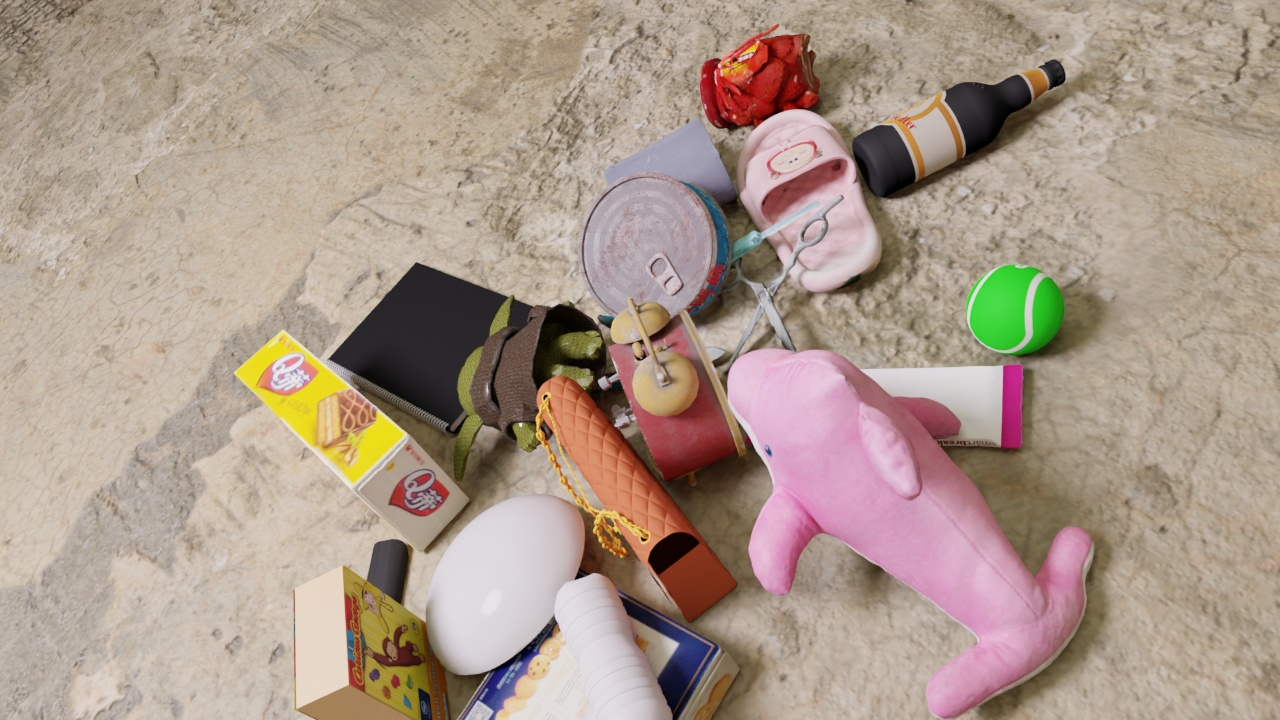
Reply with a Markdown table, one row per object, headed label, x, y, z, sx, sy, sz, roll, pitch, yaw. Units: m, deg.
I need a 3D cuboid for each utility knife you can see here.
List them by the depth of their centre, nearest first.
| label | x | y | z | sx | sy | sz | roll | pitch | yaw |
| --- | --- | --- | --- | --- | --- | --- | --- | --- | --- |
| utility knife | 0.085 | -0.098 | 0.792 | 0.166 | 0.015 | 0.022 | -30 | 36 | 35 |

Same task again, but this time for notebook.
| label | x | y | z | sx | sy | sz | roll | pitch | yaw |
| --- | --- | --- | --- | --- | --- | --- | --- | --- | --- |
| notebook | -0.207 | -0.018 | 0.916 | 0.207 | 0.016 | 0.148 | 21 | 65 | 37 |

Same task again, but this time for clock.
| label | x | y | z | sx | sy | sz | roll | pitch | yaw |
| --- | --- | --- | --- | --- | --- | --- | --- | --- | --- |
| clock | 0.014 | 0.021 | 0.676 | 0.081 | 0.159 | 0.117 | -23 | 47 | 1 |

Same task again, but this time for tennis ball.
| label | x | y | z | sx | sy | sz | roll | pitch | yaw |
| --- | --- | --- | --- | --- | --- | --- | --- | --- | --- |
| tennis ball | 0.268 | -0.036 | 0.658 | 0.065 | 0.065 | 0.065 | -14 | 50 | 16 |

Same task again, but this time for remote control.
| label | x | y | z | sx | sy | sz | roll | pitch | yaw |
| --- | --- | --- | --- | --- | --- | --- | --- | --- | --- |
| remote control | -0.213 | 0.213 | 0.735 | 0.033 | 0.015 | 0.146 | -13 | 50 | 17 |

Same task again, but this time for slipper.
| label | x | y | z | sx | sy | sz | roll | pitch | yaw |
| --- | --- | --- | --- | --- | --- | --- | --- | --- | --- |
| slipper | 0.145 | -0.147 | 0.814 | 0.107 | 0.056 | 0.221 | -22 | 50 | 11 |

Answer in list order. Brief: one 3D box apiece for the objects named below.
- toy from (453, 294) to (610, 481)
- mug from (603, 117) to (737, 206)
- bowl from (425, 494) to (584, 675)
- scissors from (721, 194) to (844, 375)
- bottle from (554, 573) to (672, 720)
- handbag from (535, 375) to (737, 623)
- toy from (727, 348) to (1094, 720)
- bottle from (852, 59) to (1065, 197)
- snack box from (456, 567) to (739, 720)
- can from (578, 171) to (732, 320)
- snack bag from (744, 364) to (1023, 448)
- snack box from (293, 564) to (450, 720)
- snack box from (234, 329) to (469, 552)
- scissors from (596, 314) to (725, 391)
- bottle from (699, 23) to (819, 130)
| label | x | y | z | sx | sy | sz | roll | pitch | yaw |
| --- | --- | --- | --- | --- | --- | --- | --- | --- | --- |
| toy | -0.092 | 0.013 | 0.774 | 0.153 | 0.078 | 0.179 | -16 | 52 | 44 |
| mug | 0.027 | -0.177 | 0.889 | 0.104 | 0.084 | 0.123 | -27 | 23 | 8 |
| bowl | -0.111 | 0.153 | 0.678 | 0.150 | 0.043 | 0.149 | -32 | 30 | 21 |
| scissors | 0.110 | -0.065 | 0.757 | 0.175 | 0.014 | 0.141 | -58 | 34 | 8 |
| bottle | -0.015 | 0.196 | 0.569 | 0.044 | 0.044 | 0.136 | -32 | 46 | 0 |
| handbag | -0.015 | 0.097 | 0.663 | 0.060 | 0.109 | 0.172 | -37 | 47 | -5 |
| toy | 0.154 | 0.076 | 0.559 | 0.186 | 0.128 | 0.265 | -38 | 69 | -19 |
| bottle | 0.278 | -0.208 | 0.793 | 0.182 | 0.059 | 0.059 | -27 | 47 | 5 |
| snack box | -0.032 | 0.228 | 0.614 | 0.145 | 0.042 | 0.144 | 20 | 65 | 36 |
| can | 0.012 | -0.096 | 0.799 | 0.130 | 0.044 | 0.130 | 2 | 94 | 29 |
| snack bag | 0.177 | 0.034 | 0.682 | 0.197 | 0.016 | 0.070 | -2 | 56 | 25 |
| snack box | -0.186 | 0.215 | 0.644 | 0.040 | 0.126 | 0.088 | -26 | 47 | 5 |
| snack box | -0.257 | 0.067 | 0.808 | 0.230 | 0.110 | 0.061 | 29 | 68 | 39 |
| scissors | -0.005 | 0.003 | 0.796 | 0.124 | 0.019 | 0.155 | -40 | 46 | -6 |
| bottle | 0.118 | -0.275 | 0.903 | 0.111 | 0.099 | 0.098 | -3 | 53 | 30 |
